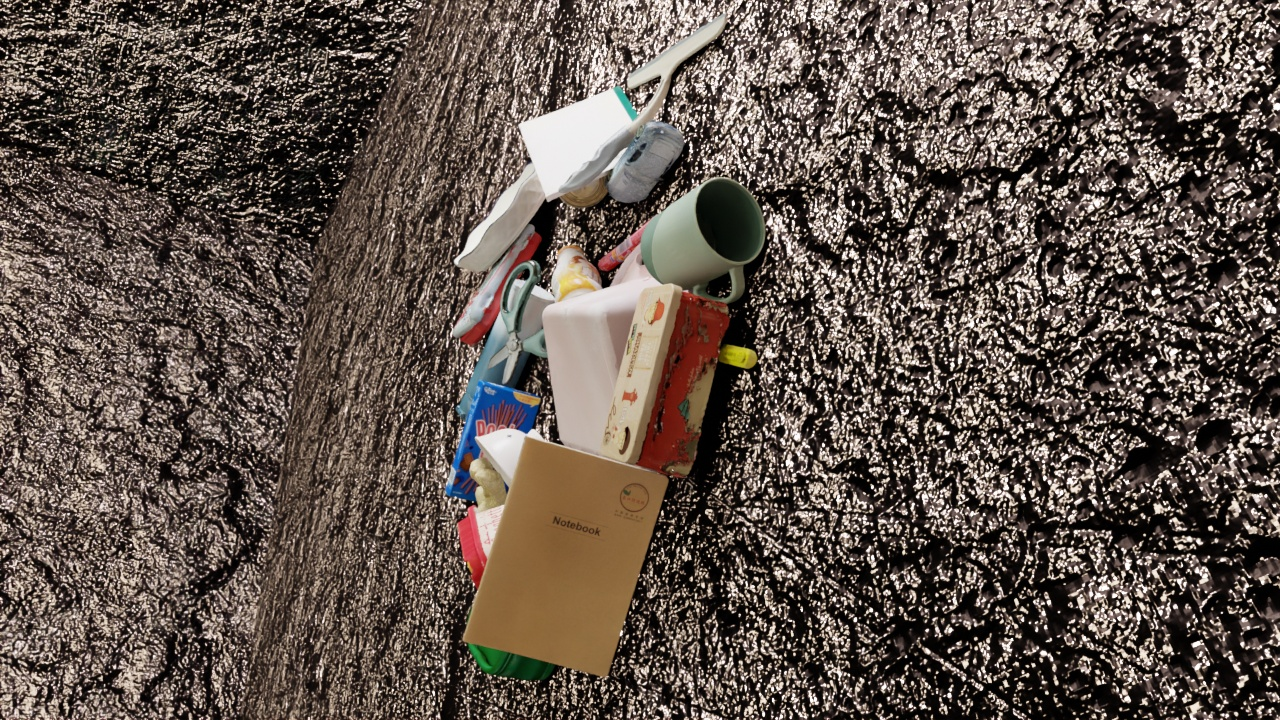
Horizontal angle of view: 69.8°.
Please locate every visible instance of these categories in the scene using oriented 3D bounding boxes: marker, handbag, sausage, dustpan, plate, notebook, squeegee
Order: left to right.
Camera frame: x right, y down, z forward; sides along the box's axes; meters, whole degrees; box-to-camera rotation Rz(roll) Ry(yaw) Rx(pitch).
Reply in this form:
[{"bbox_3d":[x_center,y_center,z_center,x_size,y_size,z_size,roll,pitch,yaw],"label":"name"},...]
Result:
[{"bbox_3d":[-0.205,-0.216,1.398,0.205,0.045,0.204,-46,17,19],"label":"plate"},{"bbox_3d":[-0.140,0.291,1.040,0.131,0.068,0.120,16,89,62],"label":"handbag"},{"bbox_3d":[-0.071,0.191,0.888,0.008,0.148,0.207,-153,80,-81],"label":"notebook"},{"bbox_3d":[-0.071,-0.286,1.183,0.150,0.012,0.209,-22,40,0],"label":"notebook"},{"bbox_3d":[-0.015,-0.282,1.104,0.246,0.039,0.247,-54,21,-17],"label":"squeegee"},{"bbox_3d":[-0.009,-0.137,1.084,0.156,0.020,0.020,-30,50,53],"label":"sausage"},{"bbox_3d":[-0.006,0.006,1.014,0.223,0.138,0.273,10,113,61],"label":"dustpan"},{"bbox_3d":[0.072,-0.009,0.869,0.124,0.015,0.018,17,91,64],"label":"marker"}]

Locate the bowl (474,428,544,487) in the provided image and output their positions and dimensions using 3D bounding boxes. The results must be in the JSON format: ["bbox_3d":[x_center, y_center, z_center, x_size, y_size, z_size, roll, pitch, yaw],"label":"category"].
[{"bbox_3d":[-0.142,0.123,1.124,0.064,0.118,0.118,-36,24,-14],"label":"bowl"}]

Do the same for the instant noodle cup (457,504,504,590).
[{"bbox_3d":[-0.112,0.197,0.955,0.116,0.124,0.117,-127,14,-63],"label":"instant noodle cup"}]

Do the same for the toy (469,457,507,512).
[{"bbox_3d":[-0.189,0.190,1.150,0.105,0.066,0.157,35,137,37],"label":"toy"}]

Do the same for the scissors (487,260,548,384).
[{"bbox_3d":[-0.136,-0.041,1.205,0.178,0.019,0.174,15,91,33],"label":"scissors"}]

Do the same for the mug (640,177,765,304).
[{"bbox_3d":[0.061,-0.104,0.884,0.107,0.082,0.111,-23,87,55],"label":"mug"}]

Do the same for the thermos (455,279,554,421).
[{"bbox_3d":[-0.191,-0.004,1.294,0.221,0.070,0.070,-65,29,14],"label":"thermos"}]

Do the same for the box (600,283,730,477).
[{"bbox_3d":[0.030,0.021,0.857,0.091,0.079,0.168,3,78,68],"label":"box"}]

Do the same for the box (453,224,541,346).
[{"bbox_3d":[-0.210,-0.115,1.342,0.087,0.048,0.200,-36,24,54],"label":"box"}]

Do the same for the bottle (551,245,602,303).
[{"bbox_3d":[-0.081,-0.099,1.147,0.063,0.063,0.108,-54,33,32],"label":"bottle"}]

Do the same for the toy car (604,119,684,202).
[{"bbox_3d":[0.004,-0.228,1.071,0.121,0.054,0.036,-45,37,43],"label":"toy car"}]

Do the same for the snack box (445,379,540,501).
[{"bbox_3d":[-0.196,0.112,1.222,0.026,0.084,0.157,19,92,63],"label":"snack box"}]

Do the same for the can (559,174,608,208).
[{"bbox_3d":[-0.088,-0.261,1.235,0.075,0.075,0.111,-60,31,25],"label":"can"}]
